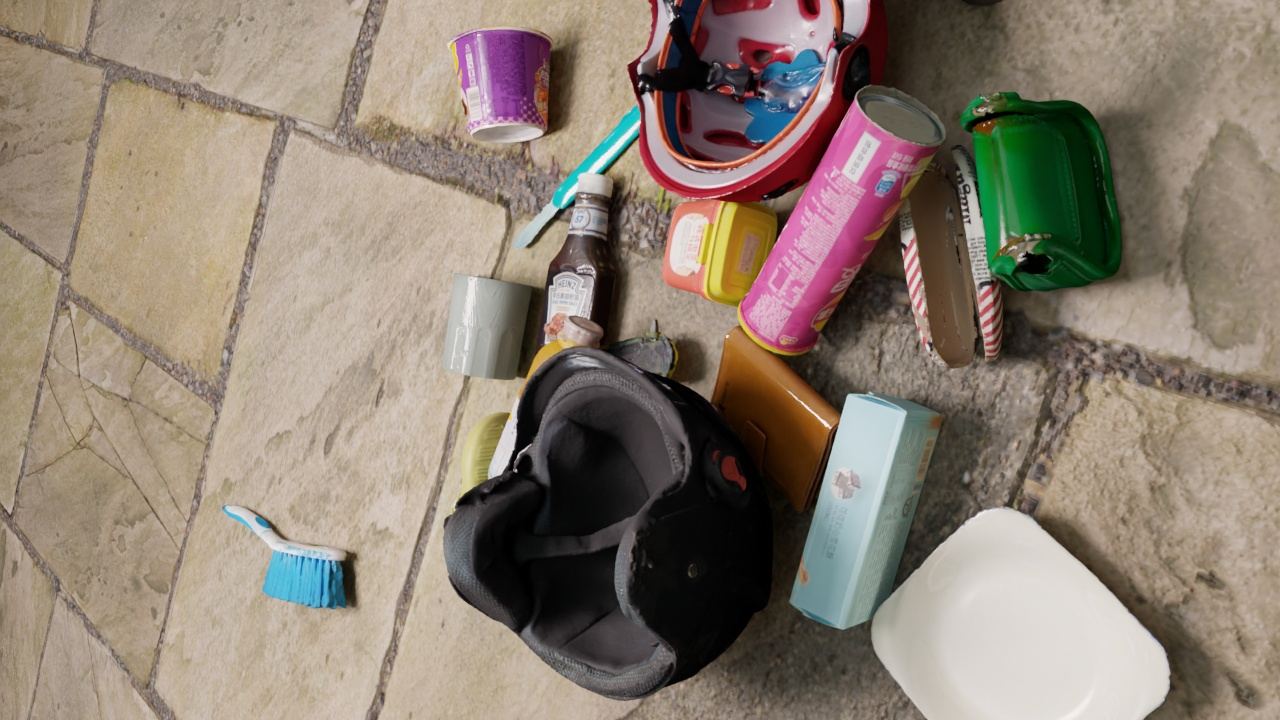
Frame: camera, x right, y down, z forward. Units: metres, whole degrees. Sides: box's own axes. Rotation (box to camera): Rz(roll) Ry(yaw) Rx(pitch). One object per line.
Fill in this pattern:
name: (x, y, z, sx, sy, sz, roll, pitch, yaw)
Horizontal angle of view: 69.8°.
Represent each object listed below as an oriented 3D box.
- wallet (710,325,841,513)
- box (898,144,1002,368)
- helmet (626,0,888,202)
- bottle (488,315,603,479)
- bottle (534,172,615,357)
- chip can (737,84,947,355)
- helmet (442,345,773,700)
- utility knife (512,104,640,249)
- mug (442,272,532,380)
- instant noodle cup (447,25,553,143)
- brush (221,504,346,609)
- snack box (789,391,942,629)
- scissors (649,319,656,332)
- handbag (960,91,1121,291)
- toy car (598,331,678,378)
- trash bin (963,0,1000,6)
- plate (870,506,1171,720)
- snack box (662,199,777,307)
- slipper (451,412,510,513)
wallet: (0.110, 0.053, 0.769, 0.130, 0.035, 0.119, 45, 137, 36)
box: (0.244, -0.078, 0.674, 0.081, 0.074, 0.163, -20, 70, 47)
helmet: (0.105, -0.228, 0.741, 0.207, 0.143, 0.240, 8, 86, 40)
bottle: (-0.086, 0.048, 0.873, 0.068, 0.067, 0.190, 36, 112, 34)
bottle: (-0.060, -0.089, 0.924, 0.080, 0.044, 0.195, 10, 91, 43)
chip can: (0.147, -0.099, 0.698, 0.071, 0.071, 0.211, 55, 140, 28)
helmet: (-0.008, 0.128, 0.745, 0.234, 0.229, 0.274, -5, 84, 42)
utility knife: (-0.063, -0.189, 0.954, 0.222, 0.013, 0.029, -41, 64, 25)
mug: (-0.172, -0.039, 0.993, 0.124, 0.083, 0.103, 16, 97, 65)
instant noodle cup: (-0.144, -0.288, 0.975, 0.112, 0.111, 0.099, -4, 93, 38)
brush: (-0.484, 0.257, 1.222, 0.315, 0.060, 0.109, -3, 79, 40)
snack box: (0.173, 0.113, 0.704, 0.052, 0.074, 0.175, 19, 97, 38)
scissors: (0.009, 0.049, 0.878, 0.176, 0.012, 0.162, 30, 103, 38)
handbag: (0.269, -0.113, 0.622, 0.068, 0.120, 0.131, -13, 80, 42)
toy car: (-0.005, 0.005, 0.867, 0.105, 0.032, 0.048, -14, 71, 40)
trash bin: (0.213, -0.377, 0.626, 0.199, 0.219, 0.198, -45, 62, 27)
plate: (0.263, 0.204, 0.651, 0.164, 0.034, 0.164, -52, 59, 22)
snack box: (0.066, -0.097, 0.806, 0.080, 0.082, 0.091, 15, 95, 48)
slipper: (-0.163, 0.148, 0.956, 0.082, 0.091, 0.190, 3, 91, 40)
